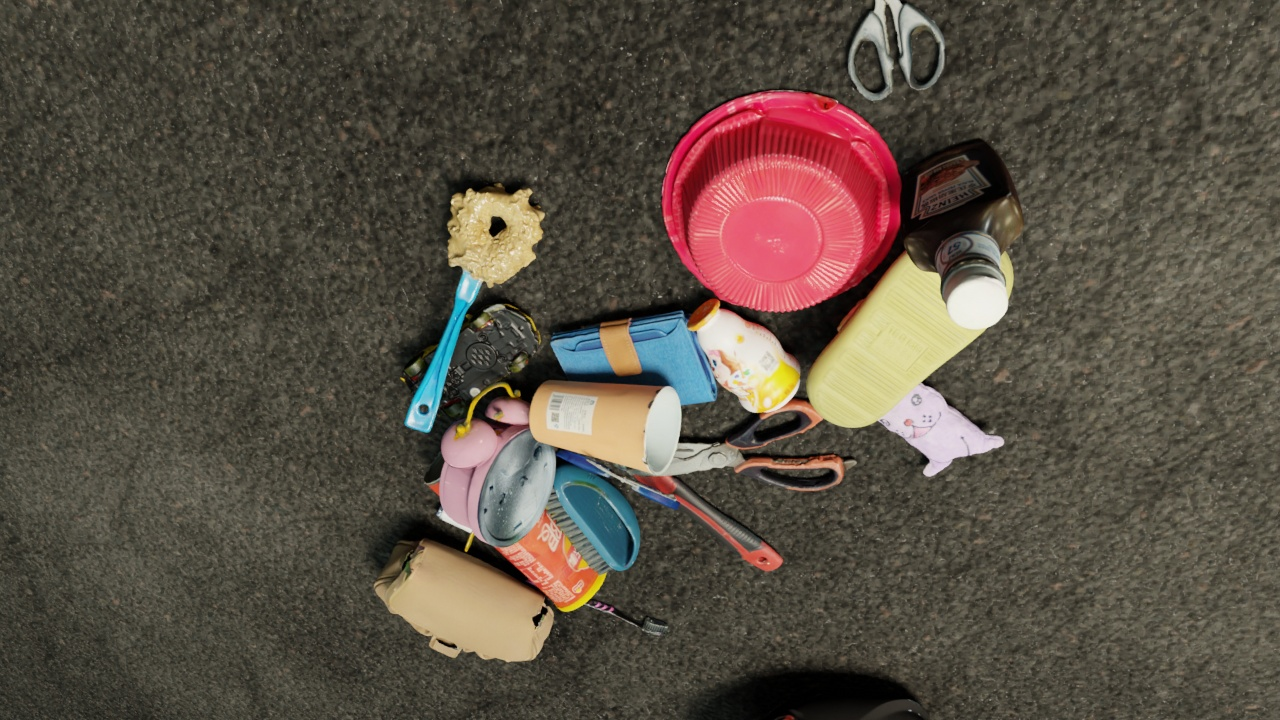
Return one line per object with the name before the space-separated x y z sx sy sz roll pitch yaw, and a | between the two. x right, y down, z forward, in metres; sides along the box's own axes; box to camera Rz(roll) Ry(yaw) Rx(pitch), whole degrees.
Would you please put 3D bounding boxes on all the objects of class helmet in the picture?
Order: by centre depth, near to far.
helmet | 0.218 0.482 1.017 0.275 0.229 0.233 -5 115 28

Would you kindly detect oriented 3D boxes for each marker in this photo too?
marker | -0.170 0.197 1.035 0.130 0.018 0.023 27 136 -7

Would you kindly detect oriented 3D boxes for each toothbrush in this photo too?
toothbrush | -0.054 0.283 1.072 0.189 0.014 0.018 22 117 -2

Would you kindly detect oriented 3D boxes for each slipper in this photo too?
slipper | 0.205 -0.032 0.740 0.091 0.081 0.191 35 108 -17

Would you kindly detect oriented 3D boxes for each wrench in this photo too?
wrench | 0.036 0.142 0.946 0.273 0.016 0.056 34 129 -11

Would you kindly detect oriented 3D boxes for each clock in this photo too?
clock | -0.137 0.096 0.865 0.060 0.117 0.159 16 119 27

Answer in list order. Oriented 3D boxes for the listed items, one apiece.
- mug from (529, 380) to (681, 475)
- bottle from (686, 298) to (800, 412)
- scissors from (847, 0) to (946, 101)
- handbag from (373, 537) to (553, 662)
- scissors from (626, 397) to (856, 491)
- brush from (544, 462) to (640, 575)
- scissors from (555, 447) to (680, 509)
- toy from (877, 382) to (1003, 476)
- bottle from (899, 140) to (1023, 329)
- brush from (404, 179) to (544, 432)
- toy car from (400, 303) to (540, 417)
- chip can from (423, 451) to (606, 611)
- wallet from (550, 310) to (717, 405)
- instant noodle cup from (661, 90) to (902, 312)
mug | -0.034 0.054 0.824 0.123 0.078 0.078 7 127 24
bottle | 0.088 -0.005 0.799 0.063 0.063 0.108 -34 112 31
scissors | 0.175 -0.266 0.625 0.137 0.014 0.175 20 124 0
handbag | -0.199 0.277 1.035 0.204 0.099 0.148 26 152 -5
scissors | 0.095 0.084 0.885 0.195 0.015 0.216 33 123 -14
brush | -0.044 0.163 0.956 0.074 0.055 0.144 -21 117 26
scissors | -0.014 0.114 0.872 0.162 0.012 0.173 32 168 -37
toy | 0.255 0.058 0.819 0.108 0.038 0.084 36 134 -14
bottle | 0.219 -0.087 0.625 0.080 0.194 0.044 -22 117 26
brush | -0.158 -0.043 0.811 0.083 0.045 0.255 20 114 -14
toy car | -0.160 -0.002 0.874 0.156 0.041 0.071 -33 112 24
chip can | -0.131 0.175 0.976 0.073 0.073 0.216 -31 114 30
wallet | -0.005 0.005 0.846 0.133 0.040 0.106 -9 127 19
instant noodle cup | 0.107 -0.107 0.720 0.194 0.065 0.194 7 127 9
